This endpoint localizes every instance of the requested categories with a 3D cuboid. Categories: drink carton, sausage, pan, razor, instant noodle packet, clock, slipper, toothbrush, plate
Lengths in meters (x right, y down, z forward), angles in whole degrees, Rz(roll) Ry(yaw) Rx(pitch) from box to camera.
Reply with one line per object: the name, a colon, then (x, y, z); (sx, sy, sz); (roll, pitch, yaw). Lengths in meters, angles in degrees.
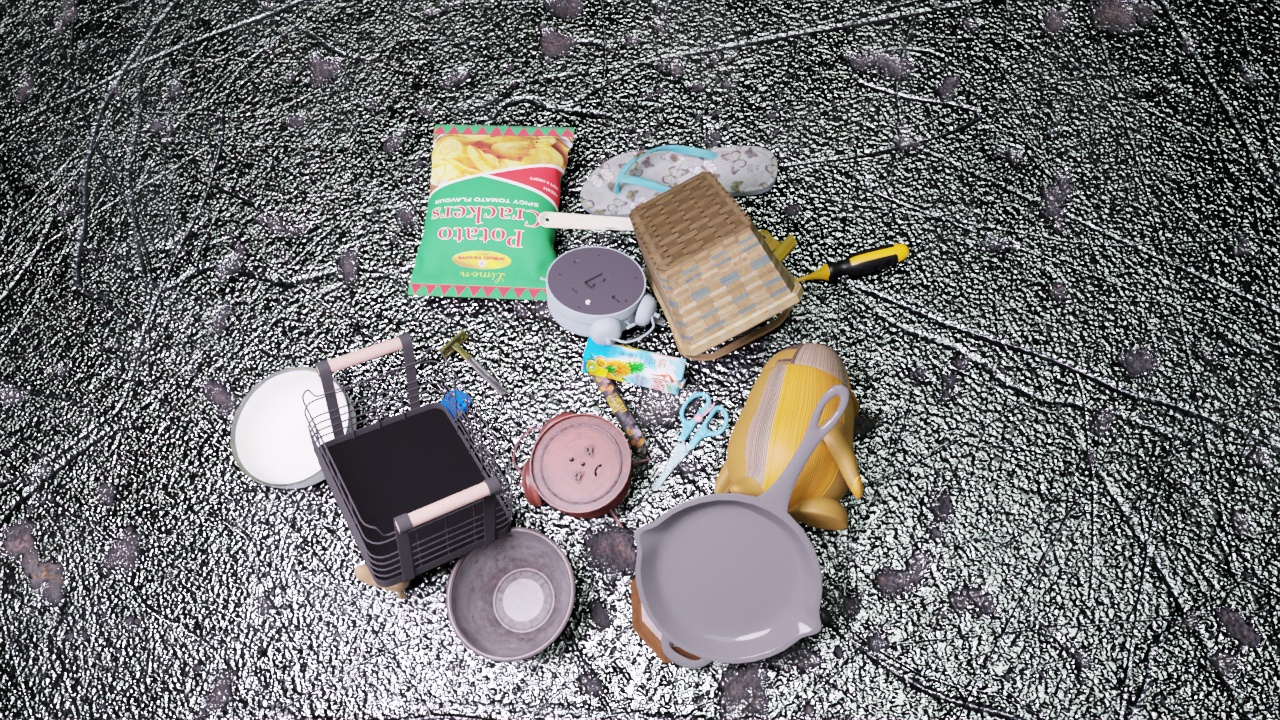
drink carton: (-0.007, 0.007, 1.125); (0.129, 0.044, 0.038); (13, 54, 3)
sausage: (-0.030, 0.052, 1.134); (0.020, 0.020, 0.155); (-30, 67, -4)
pan: (0.120, 0.174, 0.950); (0.216, 0.024, 0.355); (28, 107, 1)
razor: (-0.209, 0.009, 1.177); (0.042, 0.026, 0.106); (-44, 73, -12)
instant noodle packet: (-0.196, -0.201, 1.220); (0.196, 0.090, 0.252); (3, 73, 6)
clock: (-0.048, -0.077, 1.133); (0.122, 0.045, 0.159); (-30, 59, -27)
slipper: (0.048, -0.256, 1.229); (0.269, 0.055, 0.098); (-8, 65, 3)
clock: (-0.079, 0.123, 1.083); (0.158, 0.072, 0.120); (19, 72, 14)
toothbrush: (0.240, -0.113, 1.157); (0.197, 0.031, 0.030); (-15, 72, 7)
plate: (0.050, 0.273, 1.029); (0.131, 0.025, 0.131); (-3, 68, 7)

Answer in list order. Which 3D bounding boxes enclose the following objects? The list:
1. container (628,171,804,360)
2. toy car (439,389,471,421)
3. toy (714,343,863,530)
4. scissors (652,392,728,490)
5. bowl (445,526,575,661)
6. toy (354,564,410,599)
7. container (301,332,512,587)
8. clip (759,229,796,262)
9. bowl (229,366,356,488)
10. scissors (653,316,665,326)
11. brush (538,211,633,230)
container: (0.091, -0.093, 1.095); (0.157, 0.186, 0.249); (-28, 30, 4)
toy car: (-0.249, 0.087, 1.156); (0.033, 0.062, 0.091); (25, 44, 15)
toy: (0.180, 0.081, 1.036); (0.199, 0.162, 0.203); (-11, 57, 48)
scissors: (0.056, 0.104, 1.108); (0.063, 0.015, 0.138); (30, 81, 14)
bowl: (-0.140, 0.267, 1.037); (0.145, 0.067, 0.144); (-3, 68, 7)
toy: (-0.281, 0.213, 1.068); (0.134, 0.106, 0.108); (2, 58, 13)
container: (-0.254, 0.106, 1.003); (0.162, 0.130, 0.241); (-21, 54, -25)
clip: (0.169, -0.145, 1.190); (0.047, 0.039, 0.053); (38, 79, 15)
bowl: (-0.422, 0.091, 1.146); (0.153, 0.073, 0.153); (-3, 68, 8)
scissors: (-0.035, -0.081, 1.186); (0.137, 0.019, 0.129); (-7, 60, -3)
brush: (-0.025, -0.178, 1.193); (0.217, 0.012, 0.033); (1, 67, -12)
